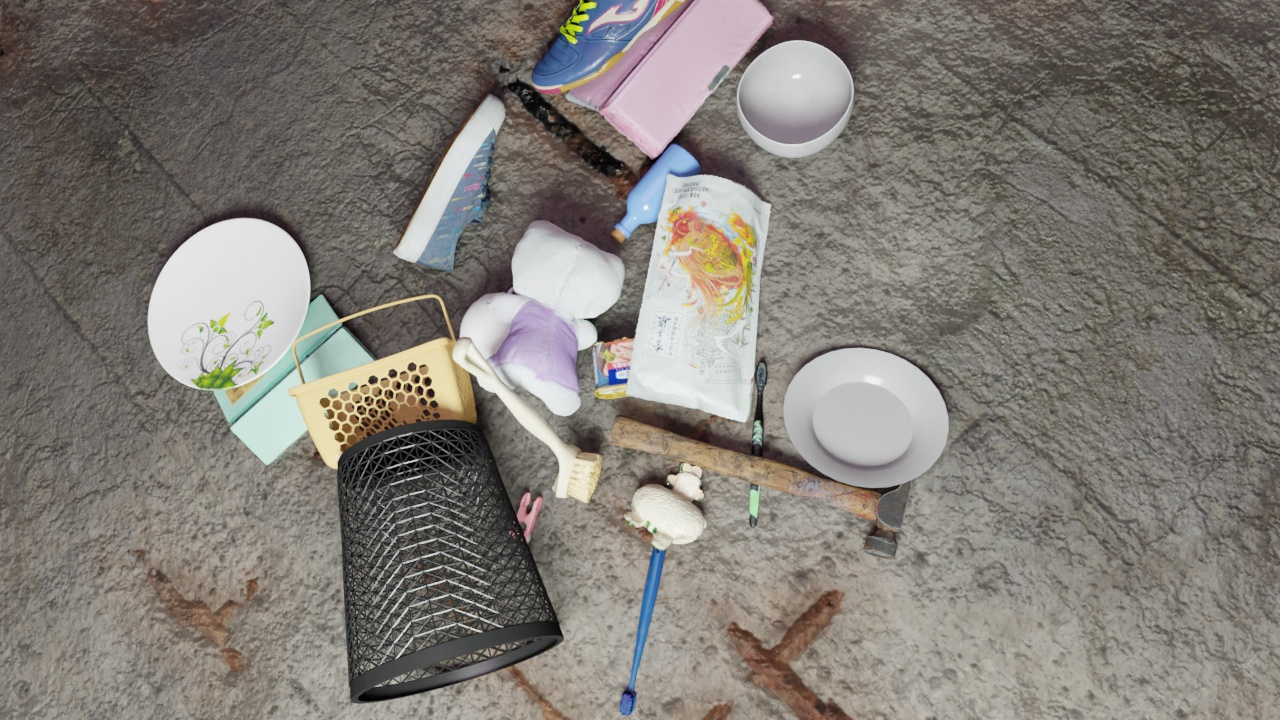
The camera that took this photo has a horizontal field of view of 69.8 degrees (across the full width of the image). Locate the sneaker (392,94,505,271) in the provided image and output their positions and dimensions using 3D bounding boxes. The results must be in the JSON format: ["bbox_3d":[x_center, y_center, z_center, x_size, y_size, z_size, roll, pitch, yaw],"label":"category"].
[{"bbox_3d":[-0.219,-0.216,1.140,0.079,0.087,0.235,30,79,-20],"label":"sneaker"}]

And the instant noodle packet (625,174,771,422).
[{"bbox_3d":[0.073,-0.075,1.036,0.146,0.057,0.268,12,73,-13],"label":"instant noodle packet"}]

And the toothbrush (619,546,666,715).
[{"bbox_3d":[0.003,0.293,1.006,0.016,0.017,0.189,10,80,12],"label":"toothbrush"}]

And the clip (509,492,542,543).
[{"bbox_3d":[-0.125,0.183,1.054,0.041,0.023,0.059,26,89,10],"label":"clip"}]

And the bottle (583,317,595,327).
[{"bbox_3d":[-0.085,-0.083,1.092,0.043,0.042,0.110,-15,74,7],"label":"bottle"}]

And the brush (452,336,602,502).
[{"bbox_3d":[-0.115,0.066,0.966,0.077,0.272,0.061,-13,46,22],"label":"brush"}]

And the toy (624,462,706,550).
[{"bbox_3d":[0.032,0.166,1.012,0.087,0.050,0.112,26,43,20],"label":"toy"}]

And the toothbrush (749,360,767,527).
[{"bbox_3d":[0.131,0.092,1.027,0.014,0.017,0.188,3,80,9],"label":"toothbrush"}]

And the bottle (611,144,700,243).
[{"bbox_3d":[0.013,-0.194,1.094,0.048,0.048,0.131,40,87,16],"label":"bottle"}]

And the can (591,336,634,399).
[{"bbox_3d":[-0.006,0.006,1.052,0.100,0.054,0.059,-9,75,8],"label":"can"}]

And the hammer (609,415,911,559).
[{"bbox_3d":[0.128,0.112,1.006,0.330,0.033,0.120,16,77,9],"label":"hammer"}]

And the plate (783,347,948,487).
[{"bbox_3d":[0.242,0.063,0.990,0.173,0.019,0.172,-2,56,3],"label":"plate"}]

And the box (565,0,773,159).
[{"bbox_3d":[0.030,-0.380,1.123,0.173,0.075,0.233,38,86,18],"label":"box"}]

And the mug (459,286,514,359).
[{"bbox_3d":[-0.161,-0.046,1.082,0.076,0.090,0.123,29,52,3],"label":"mug"}]

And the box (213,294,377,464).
[{"bbox_3d":[-0.431,0.020,1.135,0.187,0.056,0.138,-44,80,-2],"label":"box"}]

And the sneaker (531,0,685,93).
[{"bbox_3d":[-0.050,-0.428,1.119,0.242,0.091,0.116,-37,43,10],"label":"sneaker"}]

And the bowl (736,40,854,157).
[{"bbox_3d":[0.182,-0.299,1.077,0.132,0.064,0.131,-2,77,10],"label":"bowl"}]

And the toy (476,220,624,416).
[{"bbox_3d":[-0.099,-0.054,1.008,0.137,0.086,0.209,19,68,-9],"label":"toy"}]

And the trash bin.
[{"bbox_3d":[-0.219,0.207,0.976,0.217,0.217,0.243,-21,68,5],"label":"trash bin"}]

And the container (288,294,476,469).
[{"bbox_3d":[-0.293,0.022,1.058,0.183,0.129,0.167,-19,86,-1],"label":"container"}]

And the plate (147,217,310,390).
[{"bbox_3d":[-0.520,-0.070,1.174,0.229,0.030,0.229,-3,75,12],"label":"plate"}]
